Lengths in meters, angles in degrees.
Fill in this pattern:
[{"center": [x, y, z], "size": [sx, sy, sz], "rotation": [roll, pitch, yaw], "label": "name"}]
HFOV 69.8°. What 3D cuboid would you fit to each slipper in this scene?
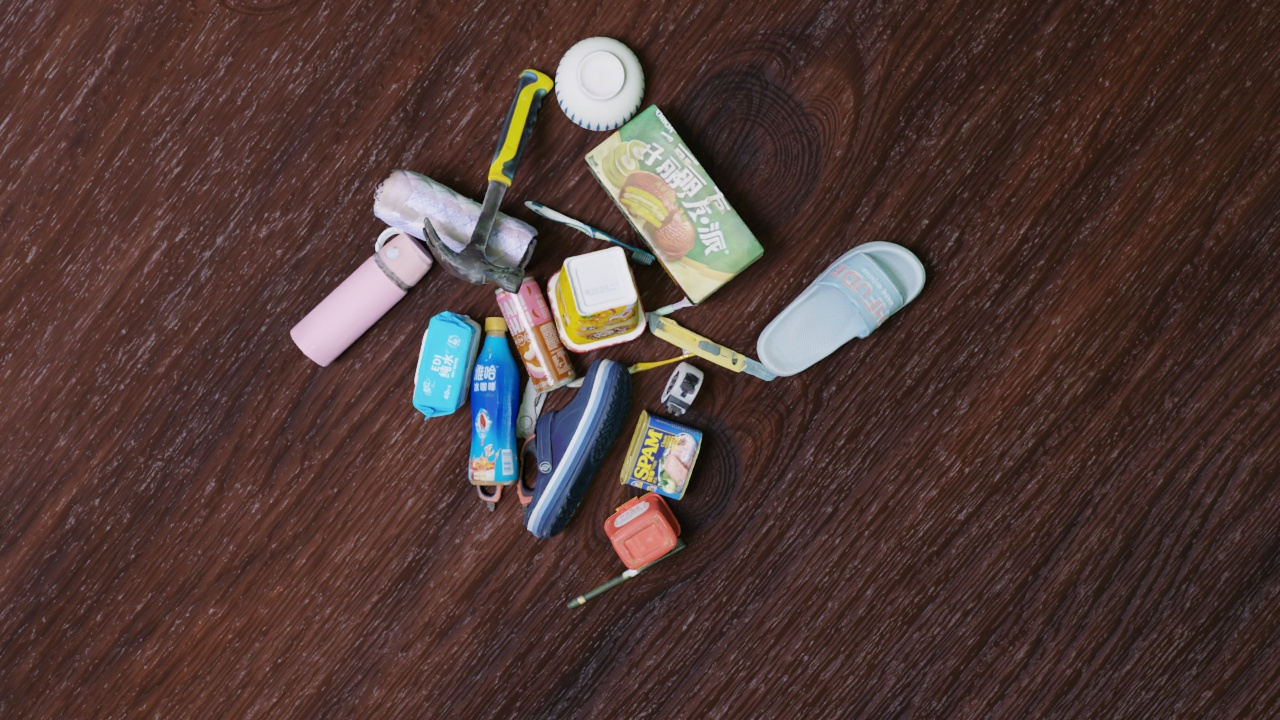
[{"center": [-0.093, 0.109, 1.204], "size": [0.095, 0.105, 0.253], "rotation": [26, 94, 13], "label": "slipper"}, {"center": [0.262, -0.067, 1.207], "size": [0.245, 0.074, 0.104], "rotation": [-36, 95, 3], "label": "slipper"}]

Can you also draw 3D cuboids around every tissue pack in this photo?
[{"center": [-0.252, 0.004, 1.186], "size": [0.063, 0.090, 0.140], "rotation": [13, 95, -2], "label": "tissue pack"}]

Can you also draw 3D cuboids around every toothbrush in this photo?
[{"center": [-0.021, 0.294, 1.266], "size": [0.186, 0.012, 0.017], "rotation": [-29, 91, 1], "label": "toothbrush"}, {"center": [-0.007, 0.007, 1.234], "size": [0.191, 0.016, 0.018], "rotation": [-14, 86, -1], "label": "toothbrush"}, {"center": [-0.068, -0.165, 1.190], "size": [0.192, 0.016, 0.018], "rotation": [25, 75, 11], "label": "toothbrush"}, {"center": [-0.010, -0.054, 1.225], "size": [0.189, 0.029, 0.021], "rotation": [-21, 141, 0], "label": "toothbrush"}]

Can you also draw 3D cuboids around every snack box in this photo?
[{"center": [0.043, -0.197, 1.181], "size": [0.114, 0.063, 0.240], "rotation": [-37, 90, 1], "label": "snack box"}, {"center": [0.003, 0.230, 1.226], "size": [0.091, 0.080, 0.082], "rotation": [-32, 96, 2], "label": "snack box"}]

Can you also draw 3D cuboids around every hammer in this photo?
[{"center": [-0.168, -0.230, 1.105], "size": [0.126, 0.032, 0.322], "rotation": [17, 60, -10], "label": "hammer"}]

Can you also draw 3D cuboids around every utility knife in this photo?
[{"center": [0.097, -0.014, 1.230], "size": [0.198, 0.021, 0.031], "rotation": [24, 81, -17], "label": "utility knife"}]

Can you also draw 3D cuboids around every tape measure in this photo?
[{"center": [0.055, 0.037, 1.214], "size": [0.033, 0.065, 0.066], "rotation": [28, 96, -9], "label": "tape measure"}]

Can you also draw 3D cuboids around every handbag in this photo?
[{"center": [-0.226, -0.171, 1.147], "size": [0.194, 0.134, 0.075], "rotation": [23, 95, -6], "label": "handbag"}]

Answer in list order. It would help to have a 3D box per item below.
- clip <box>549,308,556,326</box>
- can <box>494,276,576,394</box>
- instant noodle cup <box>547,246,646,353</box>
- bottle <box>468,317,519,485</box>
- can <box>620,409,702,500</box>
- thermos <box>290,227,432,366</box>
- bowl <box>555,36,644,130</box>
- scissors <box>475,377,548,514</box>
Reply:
[{"center": [-0.092, -0.064, 1.222], "size": [0.058, 0.041, 0.026], "rotation": [-17, 95, -2], "label": "clip"}, {"center": [-0.136, -0.032, 1.195], "size": [0.058, 0.058, 0.147], "rotation": [-23, 93, 0], "label": "can"}, {"center": [-0.053, -0.082, 1.153], "size": [0.116, 0.124, 0.116], "rotation": [-14, 79, -8], "label": "instant noodle cup"}, {"center": [-0.191, 0.053, 1.201], "size": [0.065, 0.065, 0.218], "rotation": [0, 85, -2], "label": "bottle"}, {"center": [0.028, 0.127, 1.228], "size": [0.083, 0.057, 0.102], "rotation": [18, 95, -6], "label": "can"}, {"center": [-0.363, -0.088, 1.189], "size": [0.198, 0.067, 0.087], "rotation": [-43, 67, 3], "label": "thermos"}, {"center": [-0.051, -0.356, 1.167], "size": [0.116, 0.066, 0.116], "rotation": [0, 96, -3], "label": "bowl"}, {"center": [-0.147, 0.103, 1.240], "size": [0.205, 0.015, 0.197], "rotation": [-31, 95, 1], "label": "scissors"}]
